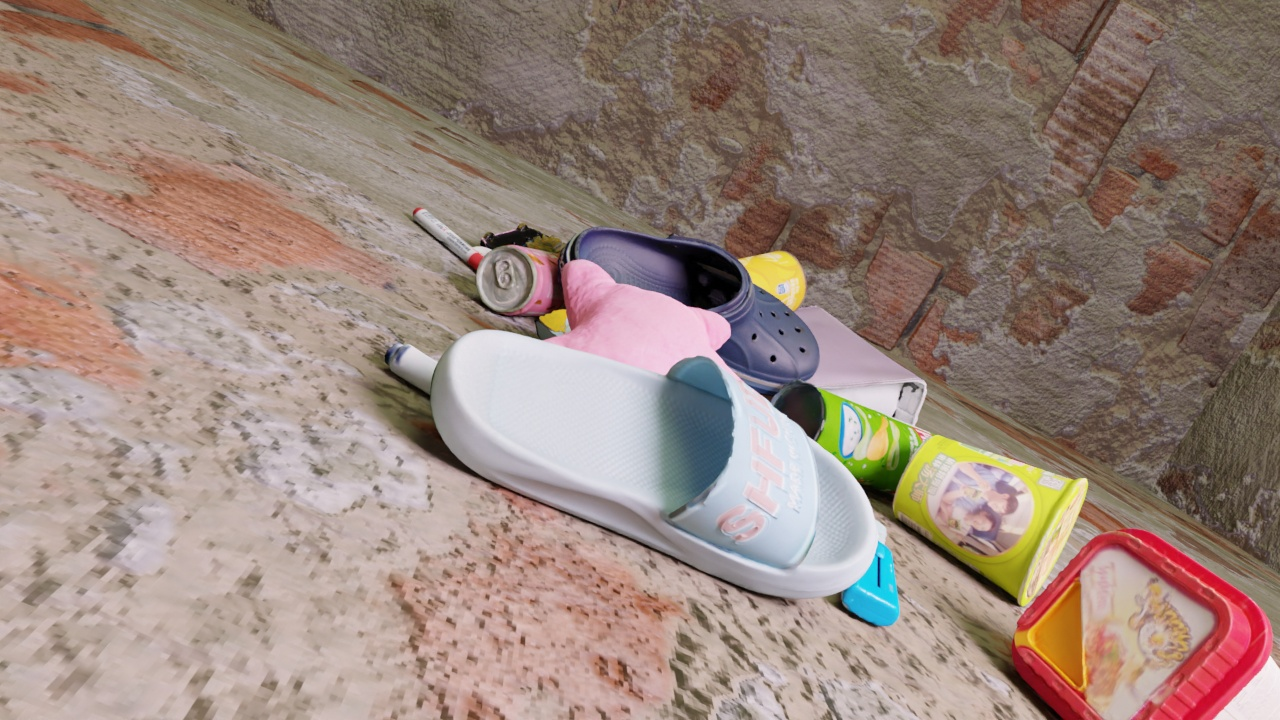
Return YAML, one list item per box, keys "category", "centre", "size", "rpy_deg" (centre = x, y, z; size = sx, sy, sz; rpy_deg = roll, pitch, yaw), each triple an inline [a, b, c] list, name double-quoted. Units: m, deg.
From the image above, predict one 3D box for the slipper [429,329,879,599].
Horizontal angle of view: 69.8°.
- category: "slipper"
  centre: [0.018, 0.039, 0.461]
  size: [0.245, 0.074, 0.103]
  rpy_deg: [21, 42, -17]

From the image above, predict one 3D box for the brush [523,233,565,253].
- category: "brush"
  centre: [-0.058, -0.075, 0.924]
  size: [0.144, 0.055, 0.074]
  rpy_deg: [28, -12, -7]

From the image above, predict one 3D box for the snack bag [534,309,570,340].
- category: "snack bag"
  centre: [0.007, 0.026, 0.675]
  size: [0.191, 0.039, 0.110]
  rpy_deg: [40, 9, 34]

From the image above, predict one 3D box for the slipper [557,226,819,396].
- category: "slipper"
  centre: [0.054, -0.056, 0.785]
  size: [0.252, 0.095, 0.105]
  rpy_deg: [21, 56, -20]

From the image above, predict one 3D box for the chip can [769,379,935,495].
- category: "chip can"
  centre: [0.219, 0.084, 0.835]
  size: [0.235, 0.072, 0.072]
  rpy_deg: [21, 14, -32]

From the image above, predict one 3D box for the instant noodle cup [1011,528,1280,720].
- category: "instant noodle cup"
  centre: [0.307, 0.182, 0.537]
  size: [0.124, 0.117, 0.116]
  rpy_deg: [37, 7, -26]

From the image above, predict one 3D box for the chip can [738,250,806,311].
- category: "chip can"
  centre: [0.069, -0.059, 0.906]
  size: [0.212, 0.072, 0.072]
  rpy_deg: [-15, 39, -38]

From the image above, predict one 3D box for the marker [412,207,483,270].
- category: "marker"
  centre: [-0.184, -0.117, 0.897]
  size: [0.017, 0.017, 0.145]
  rpy_deg: [15, 17, -49]

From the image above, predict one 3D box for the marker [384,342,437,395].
- category: "marker"
  centre: [-0.082, 0.029, 0.490]
  size: [0.131, 0.018, 0.022]
  rpy_deg: [31, 21, 9]

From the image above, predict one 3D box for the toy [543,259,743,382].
- category: "toy"
  centre: [0.007, 0.014, 0.579]
  size: [0.178, 0.075, 0.194]
  rpy_deg: [24, 36, -3]

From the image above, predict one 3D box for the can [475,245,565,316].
- category: "can"
  centre: [-0.085, -0.067, 0.805]
  size: [0.058, 0.058, 0.147]
  rpy_deg: [32, 11, 16]

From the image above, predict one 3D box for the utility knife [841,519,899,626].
- category: "utility knife"
  centre: [0.154, 0.130, 0.611]
  size: [0.034, 0.018, 0.224]
  rpy_deg: [30, 10, 11]

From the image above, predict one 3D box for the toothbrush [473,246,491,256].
- category: "toothbrush"
  centre: [-0.100, -0.083, 0.956]
  size: [0.187, 0.016, 0.017]
  rpy_deg: [19, 25, -43]

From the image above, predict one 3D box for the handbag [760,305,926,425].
- category: "handbag"
  centre: [0.172, 0.018, 0.944]
  size: [0.144, 0.098, 0.197]
  rpy_deg: [5, 22, -25]

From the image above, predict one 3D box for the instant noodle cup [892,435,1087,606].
- category: "instant noodle cup"
  centre: [0.280, 0.120, 0.751]
  size: [0.123, 0.112, 0.111]
  rpy_deg: [28, 9, 33]

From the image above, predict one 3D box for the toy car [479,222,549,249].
- category: "toy car"
  centre: [-0.130, -0.119, 0.993]
  size: [0.056, 0.037, 0.122]
  rpy_deg: [27, 23, 14]
